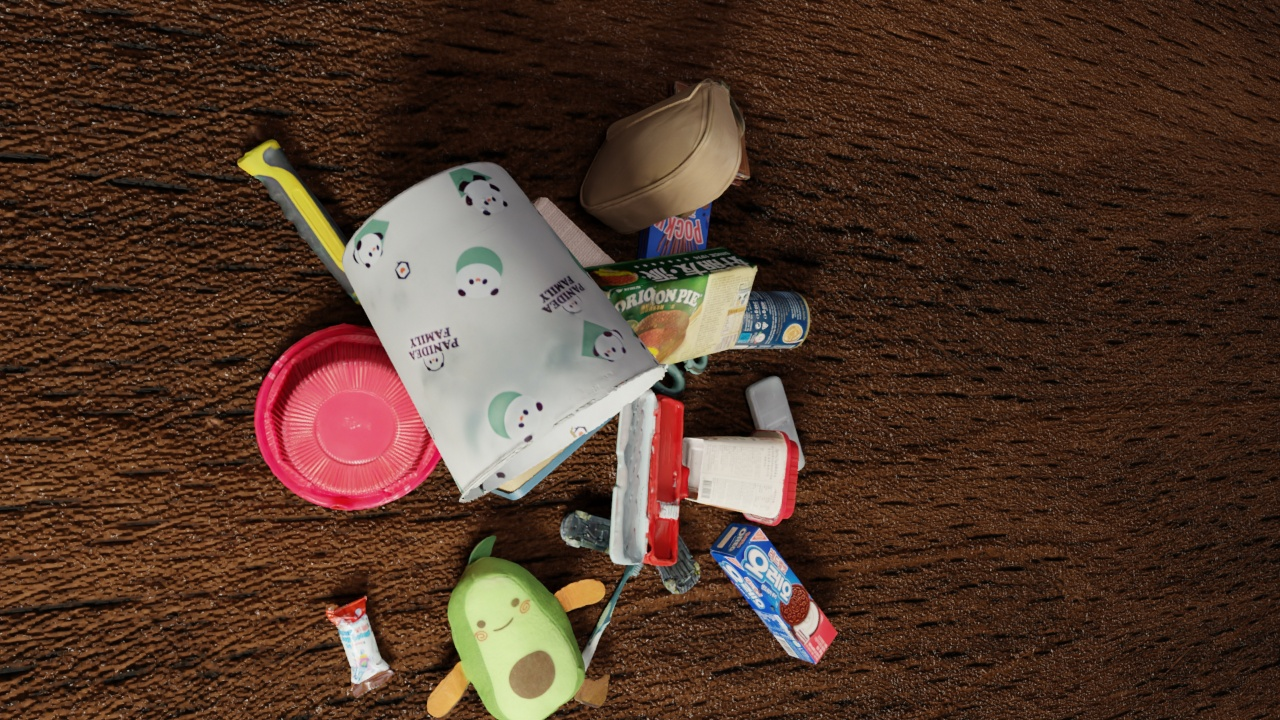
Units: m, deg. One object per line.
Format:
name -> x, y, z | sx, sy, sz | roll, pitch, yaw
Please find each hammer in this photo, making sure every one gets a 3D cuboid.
hammer -> -0.291, -0.082, 0.950 | 0.126, 0.032, 0.323 | -40, 108, -24

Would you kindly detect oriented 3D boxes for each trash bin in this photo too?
trash bin -> -0.137, -0.032, 0.872 | 0.229, 0.230, 0.252 | -30, 82, -27

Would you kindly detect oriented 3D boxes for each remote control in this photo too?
remote control -> 0.179, 0.090, 1.223 | 0.055, 0.020, 0.136 | -24, 102, -27

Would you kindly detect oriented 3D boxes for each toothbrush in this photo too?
toothbrush -> -0.043, 0.317, 1.099 | 0.018, 0.016, 0.191 | 39, 71, -35

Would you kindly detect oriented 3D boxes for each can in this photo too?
can -> 0.150, -0.052, 1.176 | 0.111, 0.075, 0.075 | -1, 90, -30

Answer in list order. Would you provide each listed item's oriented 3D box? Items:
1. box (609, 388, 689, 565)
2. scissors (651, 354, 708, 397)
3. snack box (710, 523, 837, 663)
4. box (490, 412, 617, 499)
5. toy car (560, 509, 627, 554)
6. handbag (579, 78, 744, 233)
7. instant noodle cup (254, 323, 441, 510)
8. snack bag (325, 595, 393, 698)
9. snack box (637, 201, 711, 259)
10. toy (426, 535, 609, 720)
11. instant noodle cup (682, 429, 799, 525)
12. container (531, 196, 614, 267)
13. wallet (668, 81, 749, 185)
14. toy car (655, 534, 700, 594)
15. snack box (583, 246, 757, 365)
box -> 0.007, 0.134, 1.059 | 0.157, 0.038, 0.200 | 23, 68, -57
scissors -> 0.015, -0.034, 1.119 | 0.180, 0.019, 0.139 | 51, 55, -23
snack box -> 0.174, 0.304, 1.199 | 0.058, 0.057, 0.207 | -46, 110, -25
box -> -0.110, 0.080, 1.020 | 0.184, 0.090, 0.059 | -42, 110, -21
toy car -> -0.053, 0.203, 1.083 | 0.090, 0.034, 0.043 | 18, 83, -26
handbag -> 0.028, -0.224, 1.039 | 0.099, 0.205, 0.147 | 31, 61, -37
instant noodle cup -> -0.283, 0.061, 0.910 | 0.193, 0.066, 0.194 | -2, 96, -16
snack bag -> -0.291, 0.293, 0.950 | 0.045, 0.026, 0.105 | -21, 102, -31
snack box -> 0.045, -0.179, 1.144 | 0.084, 0.026, 0.157 | 10, 85, -29
toy -> -0.131, 0.318, 1.005 | 0.226, 0.090, 0.247 | -34, 105, -23
instant noodle cup -> 0.118, 0.140, 1.142 | 0.124, 0.116, 0.116 | 8, 85, -18
container -> -0.106, -0.113, 1.024 | 0.111, 0.090, 0.089 | 46, 69, -18
wallet -> 0.084, -0.283, 1.148 | 0.101, 0.032, 0.124 | 9, 64, -25
toy car -> 0.032, 0.237, 1.131 | 0.048, 0.031, 0.105 | -33, 95, -27
snack box -> 0.025, -0.055, 1.041 | 0.239, 0.063, 0.115 | -15, 129, -42
